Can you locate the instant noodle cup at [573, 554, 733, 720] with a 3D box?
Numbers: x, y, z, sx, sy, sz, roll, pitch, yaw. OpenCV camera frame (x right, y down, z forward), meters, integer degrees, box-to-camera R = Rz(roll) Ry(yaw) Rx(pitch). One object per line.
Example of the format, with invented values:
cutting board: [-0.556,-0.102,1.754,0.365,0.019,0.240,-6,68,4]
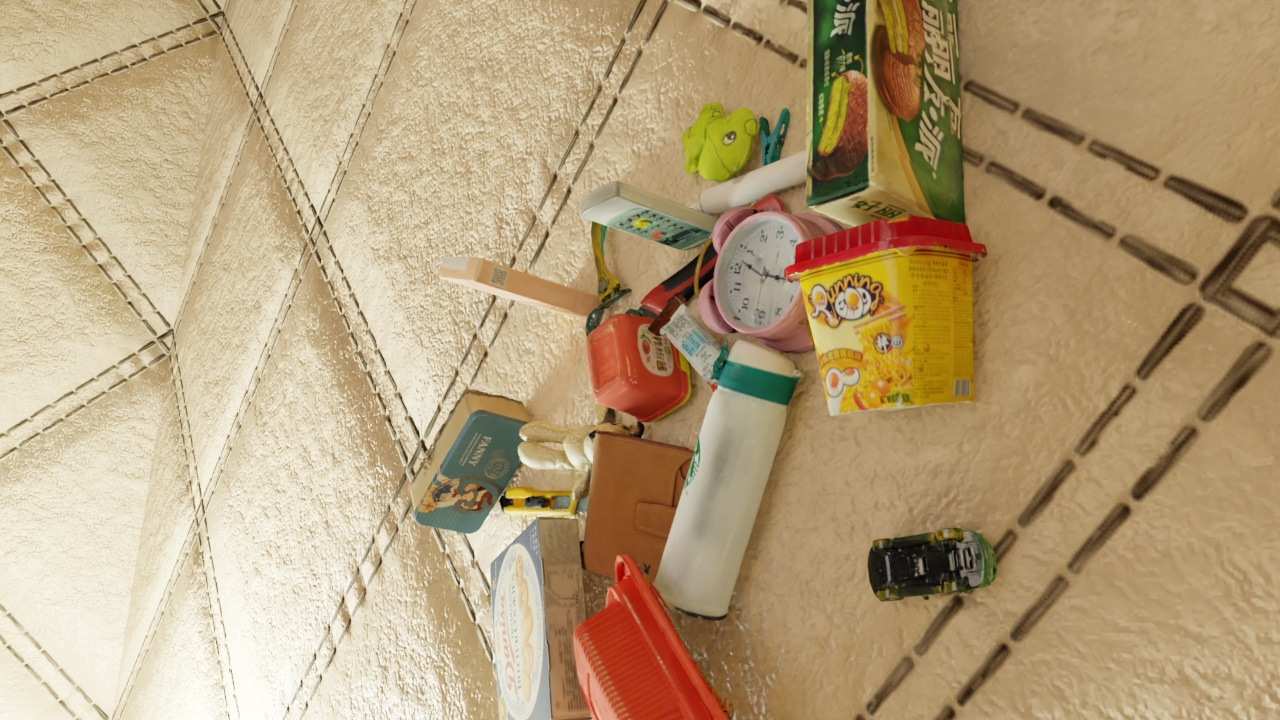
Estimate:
instant noodle cup: [0.006,0.270,0.729,0.188,0.079,0.165,51,154,42]

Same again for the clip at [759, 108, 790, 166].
clip: [0.119,-0.199,0.829,0.034,0.013,0.055,-10,72,50]

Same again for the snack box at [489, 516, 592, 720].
snack box: [-0.101,0.265,0.895,0.183,0.045,0.177,132,136,-55]

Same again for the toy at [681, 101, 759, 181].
toy: [0.074,-0.205,0.871,0.097,0.031,0.100,-52,42,36]

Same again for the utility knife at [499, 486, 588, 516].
utility knife: [-0.100,0.151,0.991,0.191,0.015,0.033,-11,74,49]

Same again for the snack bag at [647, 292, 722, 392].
snack bag: [0.054,-0.011,0.821,0.104,0.026,0.048,45,108,23]

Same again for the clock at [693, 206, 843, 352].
clock: [0.103,-0.071,0.769,0.159,0.059,0.117,17,96,50]

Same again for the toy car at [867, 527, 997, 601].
toy car: [0.195,0.139,0.619,0.091,0.036,0.043,-21,65,45]

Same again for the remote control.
remote control: [0.010,-0.131,0.844,0.056,0.135,0.019,-17,68,46]

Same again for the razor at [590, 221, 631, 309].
razor: [-0.038,-0.120,0.989,0.043,0.028,0.132,-35,53,44]

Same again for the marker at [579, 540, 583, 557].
marker: [-0.051,0.189,0.922,0.124,0.015,0.018,-23,64,42]

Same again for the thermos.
thermos: [0.069,0.095,0.758,0.073,0.073,0.224,21,95,51]

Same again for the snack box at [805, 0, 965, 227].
snack box: [0.180,-0.215,0.679,0.063,0.114,0.239,-12,70,47]

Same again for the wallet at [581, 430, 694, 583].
wallet: [-0.001,0.137,0.833,0.108,0.031,0.132,10,96,29]

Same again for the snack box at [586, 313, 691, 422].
snack box: [-0.005,0.005,0.867,0.082,0.080,0.091,-34,55,41]

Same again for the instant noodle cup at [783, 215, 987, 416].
instant noodle cup: [0.175,-0.027,0.642,0.116,0.115,0.123,-11,83,48]

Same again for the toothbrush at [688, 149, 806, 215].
toothbrush: [0.084,-0.154,0.848,0.222,0.026,0.026,-12,108,49]

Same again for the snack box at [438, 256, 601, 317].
snack box: [-0.125,-0.077,0.975,0.085,0.157,0.026,11,86,52]

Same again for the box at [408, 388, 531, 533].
box: [-0.192,0.112,1.056,0.185,0.089,0.063,-58,36,24]

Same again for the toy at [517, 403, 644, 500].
toy: [-0.064,0.086,0.926,0.158,0.066,0.105,-1,61,43]

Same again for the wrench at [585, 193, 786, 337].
wrench: [0.037,-0.075,0.886,0.274,0.016,0.056,-32,72,40]
